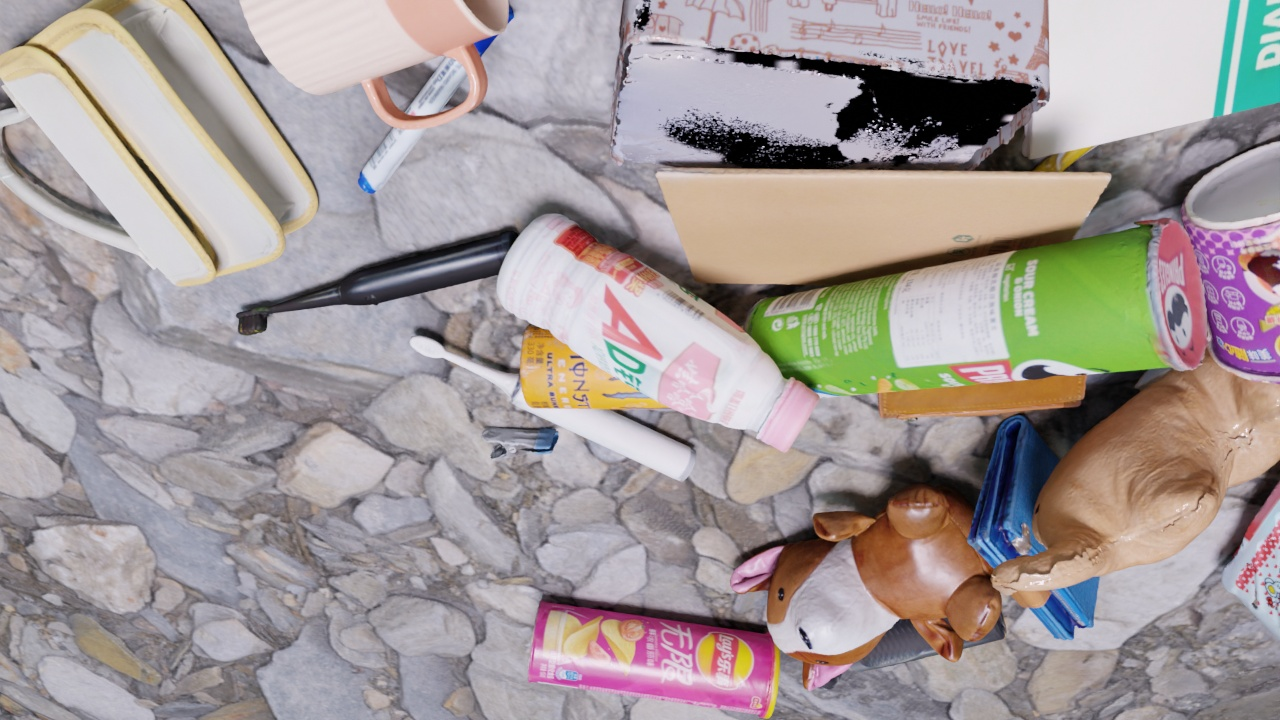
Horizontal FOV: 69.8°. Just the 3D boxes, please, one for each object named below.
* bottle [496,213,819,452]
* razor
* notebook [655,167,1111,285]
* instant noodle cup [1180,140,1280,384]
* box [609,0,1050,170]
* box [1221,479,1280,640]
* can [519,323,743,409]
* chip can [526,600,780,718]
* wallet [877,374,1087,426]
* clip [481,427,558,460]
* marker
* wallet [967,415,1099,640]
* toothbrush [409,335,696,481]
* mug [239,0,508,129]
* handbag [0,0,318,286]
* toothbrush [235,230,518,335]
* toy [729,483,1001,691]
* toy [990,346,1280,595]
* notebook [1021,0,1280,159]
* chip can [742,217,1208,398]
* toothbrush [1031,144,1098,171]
[{"bbox_3d":[0.011,-0.013,0.544,0.197,0.068,0.068,32,128,9],"label":"bottle"},{"bbox_3d":[0.220,0.232,0.770,0.167,0.062,0.067,-13,156,9],"label":"razor"},{"bbox_3d":[0.122,-0.068,0.498,0.208,0.008,0.148,3,164,13],"label":"notebook"},{"bbox_3d":[0.351,-0.057,0.492,0.112,0.111,0.099,-27,113,24],"label":"instant noodle cup"},{"bbox_3d":[0.083,-0.179,0.435,0.182,0.168,0.151,6,170,-4],"label":"box"},{"bbox_3d":[0.475,0.111,0.611,0.095,0.099,0.202,4,129,4],"label":"box"},{"bbox_3d":[-0.004,0.004,0.604,0.146,0.058,0.058,0,128,6],"label":"can"},{"bbox_3d":[0.010,0.257,0.794,0.210,0.071,0.072,9,128,0],"label":"chip can"},{"bbox_3d":[0.218,0.000,0.591,0.131,0.035,0.119,-4,128,11],"label":"wallet"},{"bbox_3d":[-0.089,0.059,0.681,0.057,0.024,0.028,-3,124,17],"label":"clip"},{"bbox_3d":[-0.120,-0.148,0.525,0.017,0.016,0.146,36,123,-21],"label":"marker"},{"bbox_3d":[0.280,0.119,0.640,0.133,0.106,0.040,44,146,-25],"label":"wallet"},{"bbox_3d":[-0.061,0.032,0.652,0.221,0.026,0.026,26,89,-14],"label":"toothbrush"},{"bbox_3d":[-0.126,-0.173,0.460,0.106,0.081,0.114,-14,114,18],"label":"mug"},{"bbox_3d":[-0.309,-0.115,0.548,0.179,0.063,0.163,-15,123,22],"label":"handbag"},{"bbox_3d":[-0.177,-0.047,0.603,0.213,0.027,0.026,-12,164,15],"label":"toothbrush"},{"bbox_3d":[0.166,0.174,0.684,0.200,0.130,0.140,-33,83,38],"label":"toy"},{"bbox_3d":[0.296,0.076,0.553,0.225,0.143,0.082,-39,78,-9],"label":"toy"},{"bbox_3d":[0.256,-0.206,0.424,0.150,0.012,0.209,-13,125,2],"label":"notebook"},{"bbox_3d":[0.167,-0.019,0.503,0.237,0.072,0.072,-8,131,45],"label":"chip can"},{"bbox_3d":[0.235,-0.108,0.515,0.016,0.018,0.192,34,124,-22],"label":"toothbrush"}]
